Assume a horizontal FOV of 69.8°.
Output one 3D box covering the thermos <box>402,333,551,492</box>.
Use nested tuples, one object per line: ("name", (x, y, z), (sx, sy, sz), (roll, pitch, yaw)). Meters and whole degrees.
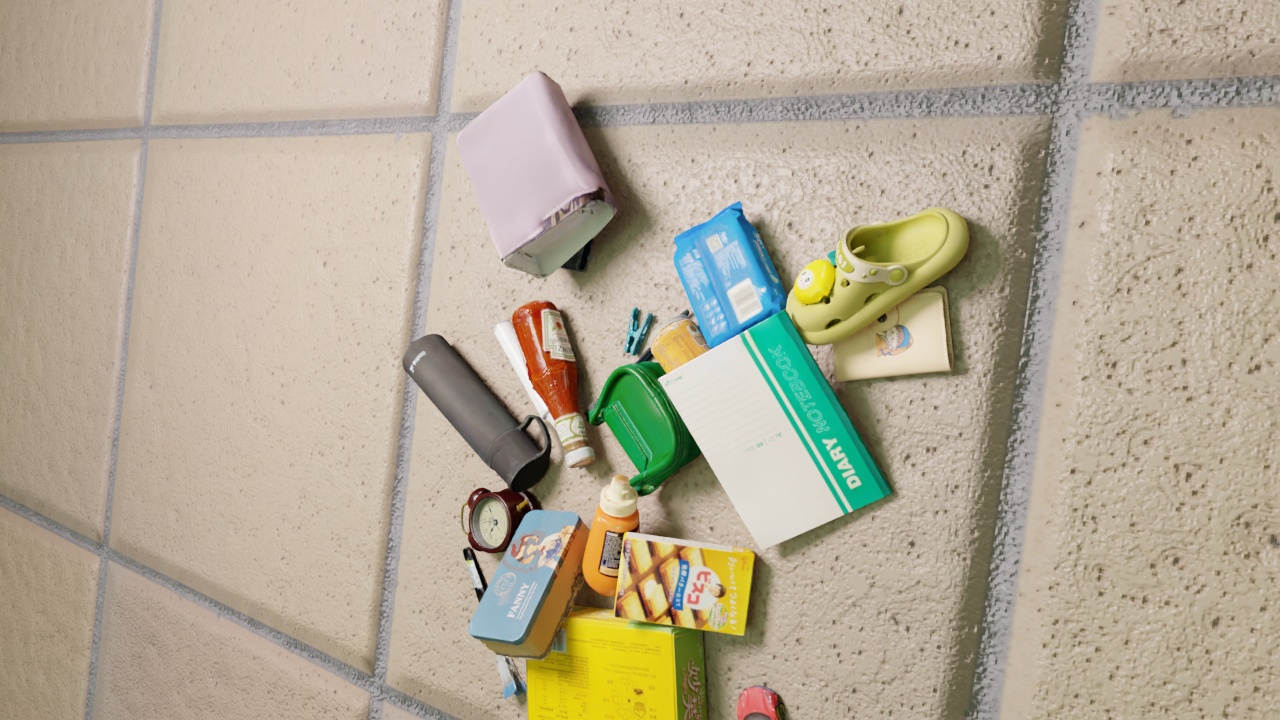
("thermos", (-0.203, 0.057, 1.170), (0.242, 0.068, 0.090), (43, 94, 26))

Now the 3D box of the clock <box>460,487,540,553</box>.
("clock", (-0.180, 0.201, 1.149), (0.122, 0.055, 0.082), (-2, 87, 36))

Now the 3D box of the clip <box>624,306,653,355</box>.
("clip", (-0.005, -0.033, 1.064), (0.039, 0.013, 0.056), (24, 100, 34))

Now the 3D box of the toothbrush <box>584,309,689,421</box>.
("toothbrush", (-0.006, 0.006, 1.063), (0.190, 0.014, 0.016), (-48, 47, 24))

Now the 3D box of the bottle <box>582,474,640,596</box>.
("bottle", (-0.027, 0.189, 1.014), (0.067, 0.066, 0.150), (28, 126, 32))

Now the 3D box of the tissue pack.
("tissue pack", (0.097, -0.083, 0.972), (0.095, 0.052, 0.157), (-30, 72, 28))

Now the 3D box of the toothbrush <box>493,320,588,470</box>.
("toothbrush", (-0.123, 0.042, 1.133), (0.026, 0.027, 0.221), (-33, 68, 2))

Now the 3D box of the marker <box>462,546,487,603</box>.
("marker", (-0.205, 0.298, 1.189), (0.018, 0.015, 0.124), (-37, 65, 27))

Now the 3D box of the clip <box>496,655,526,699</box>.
("clip", (-0.166, 0.395, 1.155), (0.027, 0.045, 0.058), (-45, 59, 26))

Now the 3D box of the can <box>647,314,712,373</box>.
("can", (0.069, 0.022, 0.983), (0.058, 0.058, 0.146), (-46, 64, 24))

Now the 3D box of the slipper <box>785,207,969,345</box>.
("slipper", (0.211, -0.093, 0.866), (0.191, 0.081, 0.091), (-31, 38, 23))

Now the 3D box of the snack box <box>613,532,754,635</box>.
("snack box", (0.046, 0.234, 0.967), (0.140, 0.033, 0.087), (8, 92, 0))

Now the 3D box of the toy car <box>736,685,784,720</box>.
("toy car", (0.127, 0.391, 0.946), (0.049, 0.031, 0.106), (-17, 77, 32))

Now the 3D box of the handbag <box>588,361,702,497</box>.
("handbag", (0.004, 0.073, 1.019), (0.120, 0.067, 0.131), (-49, 64, 29))

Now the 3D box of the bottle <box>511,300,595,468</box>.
("bottle", (-0.100, 0.028, 1.096), (0.060, 0.059, 0.206), (-30, 70, 30))

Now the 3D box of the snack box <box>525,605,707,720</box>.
("snack box", (-0.030, 0.365, 1.030), (0.210, 0.070, 0.157), (-5, 85, 34))

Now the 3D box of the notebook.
("notebook", (0.132, 0.073, 0.911), (0.151, 0.012, 0.209), (-30, 94, 23))

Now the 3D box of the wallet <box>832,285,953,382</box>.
("wallet", (0.240, -0.027, 0.888), (0.115, 0.024, 0.087), (-8, 80, 37))

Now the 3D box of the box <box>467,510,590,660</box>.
("box", (-0.121, 0.259, 1.045), (0.090, 0.060, 0.183), (-6, 42, 34))

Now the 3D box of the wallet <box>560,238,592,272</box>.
("wallet", (-0.096, -0.175, 1.130), (0.097, 0.019, 0.121), (16, 95, 34))

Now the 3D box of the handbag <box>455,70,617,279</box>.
("handbag", (-0.119, -0.218, 1.082), (0.145, 0.098, 0.197), (-37, 63, 27))
